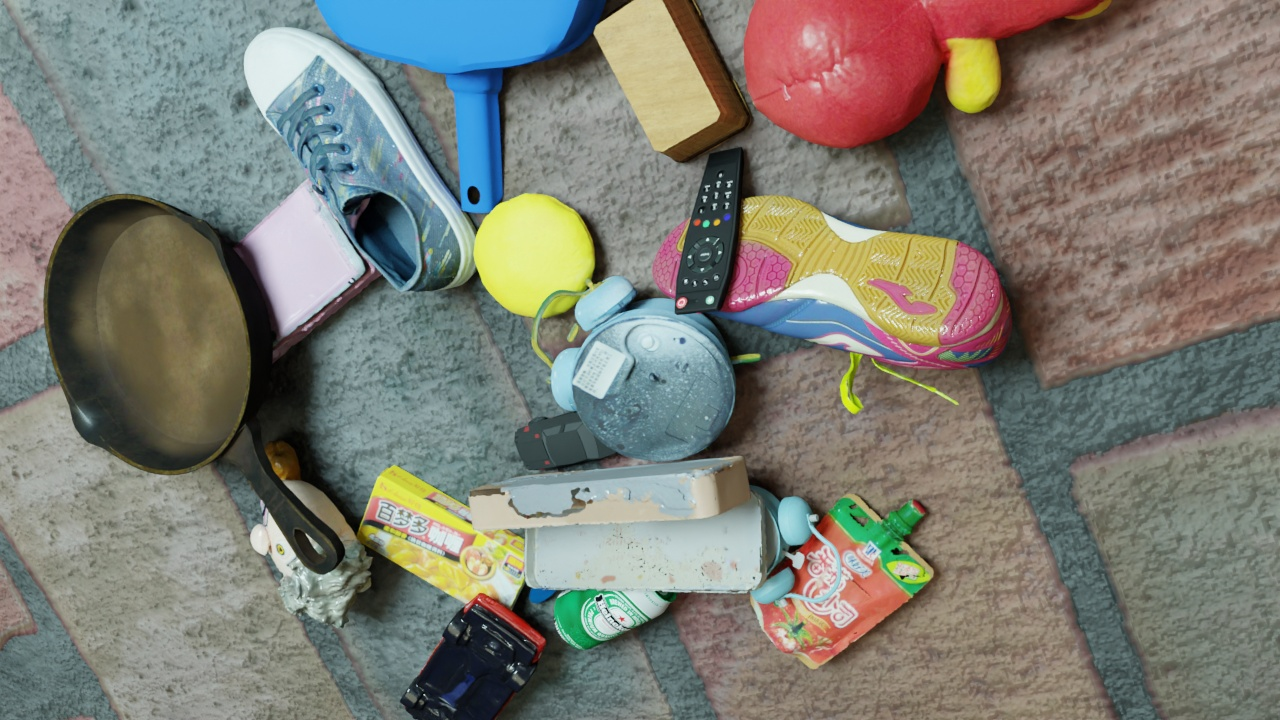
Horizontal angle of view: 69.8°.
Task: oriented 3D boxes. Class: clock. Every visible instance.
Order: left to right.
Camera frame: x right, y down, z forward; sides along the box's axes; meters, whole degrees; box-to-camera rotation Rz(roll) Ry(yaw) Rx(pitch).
[{"bbox_3d":[-0.004,0.004,0.663,0.162,0.060,0.118,27,118,-3],"label":"clock"},{"bbox_3d":[0.092,0.137,0.684,0.123,0.041,0.087,25,108,29],"label":"clock"}]

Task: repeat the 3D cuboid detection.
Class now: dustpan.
[{"bbox_3d":[-0.124,-0.220,0.617,0.246,0.059,0.258,7,117,11],"label":"dustpan"}]

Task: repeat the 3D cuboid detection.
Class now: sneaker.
[{"bbox_3d":[-0.213,-0.147,0.676,0.088,0.079,0.235,-37,95,24],"label":"sneaker"},{"bbox_3d":[0.119,-0.038,0.611,0.242,0.091,0.116,16,79,34],"label":"sneaker"}]

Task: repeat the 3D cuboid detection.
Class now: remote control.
[{"bbox_3d":[0.049,-0.087,0.612,0.039,0.010,0.124,-4,64,35],"label":"remote control"}]

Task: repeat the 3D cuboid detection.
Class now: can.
[{"bbox_3d":[-0.022,0.196,0.749,0.101,0.053,0.053,-33,96,24],"label":"can"}]

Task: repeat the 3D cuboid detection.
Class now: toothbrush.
[{"bbox_3d":[-0.056,0.164,0.769,0.021,0.016,0.133,41,114,3],"label":"toothbrush"}]

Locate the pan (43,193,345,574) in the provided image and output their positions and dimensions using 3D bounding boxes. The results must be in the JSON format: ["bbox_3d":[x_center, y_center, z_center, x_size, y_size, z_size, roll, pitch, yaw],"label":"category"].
[{"bbox_3d":[-0.349,0.026,0.745,0.356,0.043,0.249,48,114,7],"label":"pan"}]

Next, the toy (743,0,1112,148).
[{"bbox_3d":[0.159,-0.210,0.538,0.217,0.098,0.147,-28,91,18],"label":"toy"}]

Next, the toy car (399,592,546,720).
[{"bbox_3d":[-0.148,0.277,0.806,0.081,0.056,0.190,34,125,2],"label":"toy car"}]

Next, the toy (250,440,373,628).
[{"bbox_3d":[-0.295,0.151,0.796,0.133,0.076,0.176,-36,77,51],"label":"toy"}]

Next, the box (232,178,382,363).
[{"bbox_3d":[-0.317,-0.050,0.759,0.233,0.046,0.098,-31,98,24],"label":"box"}]

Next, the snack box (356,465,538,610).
[{"bbox_3d":[-0.168,0.159,0.795,0.152,0.025,0.075,29,114,6],"label":"snack box"}]

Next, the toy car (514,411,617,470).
[{"bbox_3d":[-0.060,0.065,0.725,0.092,0.036,0.042,-15,103,21],"label":"toy car"}]

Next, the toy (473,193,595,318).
[{"bbox_3d":[-0.079,-0.077,0.681,0.095,0.041,0.094,5,107,14],"label":"toy"}]

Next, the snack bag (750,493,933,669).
[{"bbox_3d":[0.157,0.161,0.696,0.087,0.044,0.155,46,109,11],"label":"snack bag"}]

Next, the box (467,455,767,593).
[{"bbox_3d":[-0.023,0.117,0.677,0.217,0.107,0.094,-9,64,32],"label":"box"}]

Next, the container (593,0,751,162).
[{"bbox_3d":[0.018,-0.189,0.602,0.063,0.061,0.114,-25,99,22],"label":"container"}]
